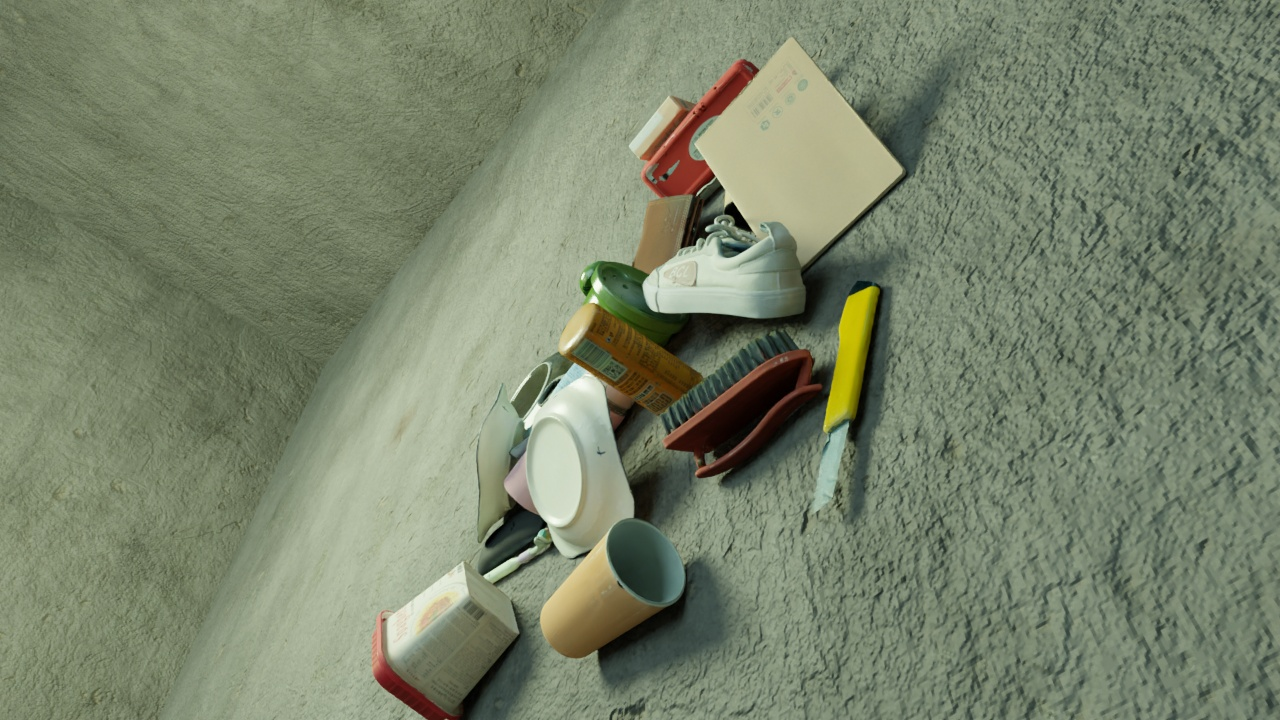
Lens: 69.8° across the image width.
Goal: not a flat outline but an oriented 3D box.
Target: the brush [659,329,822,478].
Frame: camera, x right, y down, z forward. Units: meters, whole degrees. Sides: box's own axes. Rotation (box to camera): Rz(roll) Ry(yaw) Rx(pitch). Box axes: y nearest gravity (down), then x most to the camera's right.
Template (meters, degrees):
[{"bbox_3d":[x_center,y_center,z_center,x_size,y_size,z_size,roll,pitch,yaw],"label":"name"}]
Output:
[{"bbox_3d":[0.088,0.038,0.765,0.146,0.063,0.069,-41,57,30],"label":"brush"}]

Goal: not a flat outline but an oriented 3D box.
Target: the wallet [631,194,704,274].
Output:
[{"bbox_3d":[0.031,-0.141,1.126,0.101,0.032,0.124,5,80,61],"label":"wallet"}]

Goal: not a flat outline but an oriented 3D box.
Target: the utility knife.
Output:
[{"bbox_3d":[0.155,0.021,0.695,0.033,0.015,0.222,-28,33,48],"label":"utility knife"}]

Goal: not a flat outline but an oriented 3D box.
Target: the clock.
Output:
[{"bbox_3d":[-0.012,-0.063,1.030,0.056,0.116,0.161,-58,22,25],"label":"clock"}]

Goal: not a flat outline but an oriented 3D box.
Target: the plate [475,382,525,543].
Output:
[{"bbox_3d":[-0.166,0.124,1.115,0.164,0.034,0.164,-79,-6,-66],"label":"plate"}]

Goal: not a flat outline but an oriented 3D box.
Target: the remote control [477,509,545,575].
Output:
[{"bbox_3d":[-0.157,0.210,1.073,0.137,0.024,0.053,-40,26,35],"label":"remote control"}]

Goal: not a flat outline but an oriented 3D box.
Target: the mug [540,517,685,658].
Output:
[{"bbox_3d":[-0.029,0.196,0.768,0.123,0.078,0.078,-47,23,35],"label":"mug"}]

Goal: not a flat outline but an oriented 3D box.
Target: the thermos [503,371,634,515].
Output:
[{"bbox_3d":[-0.071,0.078,1.007,0.199,0.067,0.087,-52,-8,11],"label":"thermos"}]

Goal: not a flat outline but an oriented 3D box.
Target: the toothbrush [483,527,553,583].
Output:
[{"bbox_3d":[-0.154,0.234,1.043,0.190,0.029,0.020,-40,68,39],"label":"toothbrush"}]

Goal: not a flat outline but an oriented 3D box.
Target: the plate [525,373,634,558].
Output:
[{"bbox_3d":[-0.073,0.109,0.908,0.164,0.034,0.164,-36,64,50],"label":"plate"}]

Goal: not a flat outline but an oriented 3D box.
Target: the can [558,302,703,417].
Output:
[{"bbox_3d":[-0.005,0.005,0.876,0.058,0.146,0.058,-44,25,27],"label":"can"}]

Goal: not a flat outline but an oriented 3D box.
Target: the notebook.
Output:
[{"bbox_3d":[0.146,-0.197,0.890,0.148,0.008,0.207,-45,55,26],"label":"notebook"}]

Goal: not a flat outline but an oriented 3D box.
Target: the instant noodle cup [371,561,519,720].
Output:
[{"bbox_3d":[-0.200,0.288,0.955,0.124,0.116,0.116,-43,23,0],"label":"instant noodle cup"}]

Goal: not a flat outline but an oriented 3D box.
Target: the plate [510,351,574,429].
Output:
[{"bbox_3d":[-0.152,0.055,1.273,0.180,0.024,0.179,-44,26,27],"label":"plate"}]

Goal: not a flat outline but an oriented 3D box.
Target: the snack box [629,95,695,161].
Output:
[{"bbox_3d":[0.053,-0.297,1.207,0.085,0.026,0.157,-47,-16,24],"label":"snack box"}]

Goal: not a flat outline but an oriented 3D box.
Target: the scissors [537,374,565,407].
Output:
[{"bbox_3d":[-0.069,0.009,1.171,0.160,0.014,0.180,-26,38,35],"label":"scissors"}]

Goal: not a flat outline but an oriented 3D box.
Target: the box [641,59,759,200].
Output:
[{"bbox_3d":[0.099,-0.283,1.155,0.202,0.095,0.100,-44,7,31],"label":"box"}]

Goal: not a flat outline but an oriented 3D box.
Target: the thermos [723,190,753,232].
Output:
[{"bbox_3d":[0.130,-0.213,0.981,0.093,0.093,0.143,-23,46,53],"label":"thermos"}]

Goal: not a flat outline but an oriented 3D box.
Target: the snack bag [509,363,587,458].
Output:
[{"bbox_3d":[-0.083,0.037,1.082,0.191,0.039,0.110,-50,8,1],"label":"snack bag"}]

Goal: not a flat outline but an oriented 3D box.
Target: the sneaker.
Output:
[{"bbox_3d":[0.070,-0.094,0.895,0.242,0.089,0.091,12,110,62],"label":"sneaker"}]
